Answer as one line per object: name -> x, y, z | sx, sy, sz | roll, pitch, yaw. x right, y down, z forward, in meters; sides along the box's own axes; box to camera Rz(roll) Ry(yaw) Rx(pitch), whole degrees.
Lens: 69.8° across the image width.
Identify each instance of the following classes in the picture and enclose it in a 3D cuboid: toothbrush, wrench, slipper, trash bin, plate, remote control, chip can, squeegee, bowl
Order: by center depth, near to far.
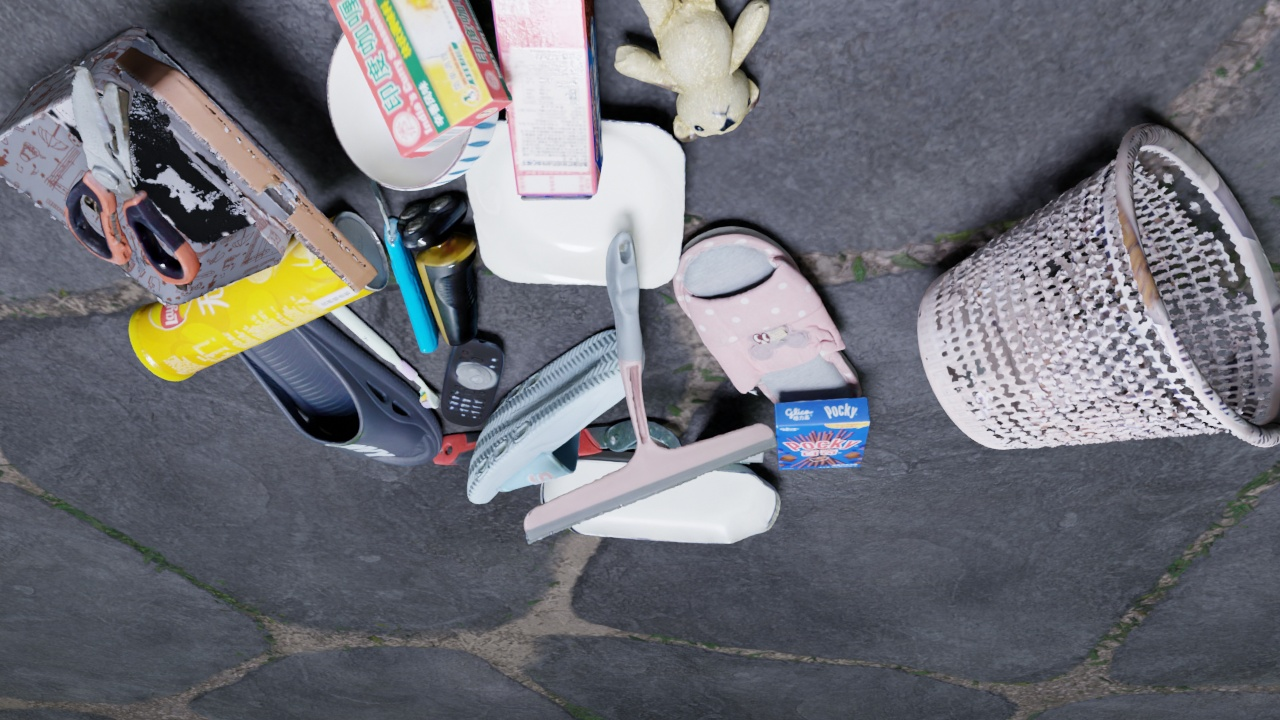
bowl -> -0.141, -0.174, 0.610 | 0.117, 0.066, 0.116 | 6, 106, 23
trash bin -> 0.325, -0.027, 0.673 | 0.227, 0.227, 0.193 | 28, 147, -27
plate -> -0.048, -0.123, 0.704 | 0.164, 0.034, 0.164 | 2, 140, 2
chip can -> -0.317, -0.051, 0.762 | 0.214, 0.072, 0.072 | -21, 135, 16
squeegee -> -0.005, 0.004, 0.765 | 0.247, 0.040, 0.250 | -18, 122, -17
slipper -> 0.119, -0.014, 0.807 | 0.114, 0.054, 0.274 | -18, 138, 24
toothbrush -> -0.252, -0.015, 0.866 | 0.020, 0.029, 0.189 | -45, 132, -9
slipper -> -0.078, 0.058, 0.878 | 0.074, 0.103, 0.246 | 36, 124, -28
slipper -> -0.303, 0.042, 0.889 | 0.111, 0.083, 0.268 | -17, 133, 23
remote control -> -0.164, 0.018, 0.893 | 0.053, 0.024, 0.137 | 14, 138, -10
remote control -> 0.085, 0.091, 0.911 | 0.056, 0.019, 0.135 | 7, 174, -2
wrench -> -0.090, 0.090, 0.961 | 0.274, 0.056, 0.016 | -1, 165, 12
plate -> 0.022, 0.149, 1.029 | 0.266, 0.034, 0.162 | 4, 140, 1

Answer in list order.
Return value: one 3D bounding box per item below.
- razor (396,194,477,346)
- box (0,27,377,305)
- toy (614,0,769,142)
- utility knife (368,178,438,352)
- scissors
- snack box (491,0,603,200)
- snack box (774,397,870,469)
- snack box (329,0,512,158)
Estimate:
razor -> -0.165, -0.070, 0.774 | 0.067, 0.062, 0.168 | 29, 150, 17
box -> -0.310, -0.131, 0.644 | 0.274, 0.124, 0.179 | 4, 147, 36
toy -> 0.033, -0.204, 0.576 | 0.105, 0.066, 0.157 | -24, 143, 6
utility knife -> -0.201, -0.084, 0.769 | 0.018, 0.034, 0.217 | -7, 138, -2
scissors -> -0.318, -0.103, 0.577 | 0.206, 0.015, 0.197 | 0, 144, 32
snack box -> -0.058, -0.202, 0.565 | 0.058, 0.057, 0.208 | 0, 129, 3
snack box -> 0.176, 0.075, 0.898 | 0.084, 0.026, 0.157 | -4, 158, 9
snack box -> -0.141, -0.209, 0.546 | 0.077, 0.027, 0.156 | -22, 95, 29
